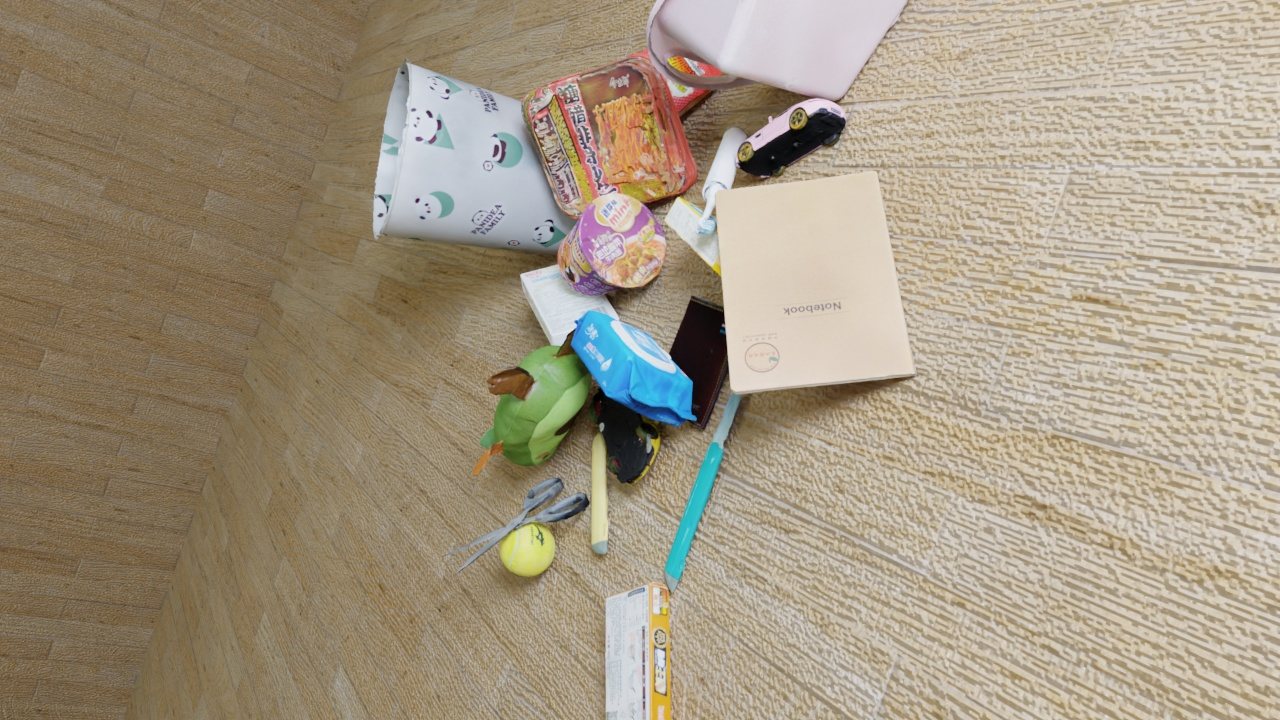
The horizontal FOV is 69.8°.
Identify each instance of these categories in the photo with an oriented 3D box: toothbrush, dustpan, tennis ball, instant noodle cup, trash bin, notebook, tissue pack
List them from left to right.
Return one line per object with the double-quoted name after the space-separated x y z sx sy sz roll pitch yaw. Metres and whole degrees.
-0.206 -0.249 1.210 0.230 0.251 0.229 -172 90 -67 "trash bin"
-0.132 0.219 1.069 0.066 0.065 0.065 -30 50 45 "tennis ball"
-0.042 -0.128 1.083 0.099 0.111 0.111 -22 56 58 "instant noodle cup"
-0.030 -0.265 1.080 0.189 0.164 0.078 -8 25 28 "instant noodle cup"
-0.006 0.005 0.933 0.052 0.095 0.157 -57 37 14 "tissue pack"
0.079 -0.179 0.912 0.220 0.026 0.027 -69 -17 -52 "toothbrush"
0.128 -0.350 0.838 0.138 0.222 0.274 53 126 38 "dustpan"
0.143 -0.071 0.782 0.148 0.008 0.207 -6 61 8 "notebook"

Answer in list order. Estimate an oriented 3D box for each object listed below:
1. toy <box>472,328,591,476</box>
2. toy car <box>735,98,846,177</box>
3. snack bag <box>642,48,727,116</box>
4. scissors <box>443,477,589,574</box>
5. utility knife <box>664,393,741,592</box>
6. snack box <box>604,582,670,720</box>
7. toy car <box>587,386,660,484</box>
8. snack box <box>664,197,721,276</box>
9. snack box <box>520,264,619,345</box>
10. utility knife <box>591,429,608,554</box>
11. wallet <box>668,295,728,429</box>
-0.115 0.050 1.058 0.226 0.090 0.247 -40 -14 -29 "toy"
0.145 -0.218 0.896 0.123 0.056 0.037 -24 58 48 "toy car"
0.012 -0.331 1.129 0.208 0.073 0.128 -33 57 28 "snack bag"
-0.138 0.185 1.050 0.160 0.014 0.174 -12 24 20 "scissors"
0.061 0.125 0.884 0.029 0.013 0.205 27 100 59 "utility knife"
-0.003 0.297 0.880 0.075 0.026 0.153 -32 49 45 "snack box"
-0.015 0.070 0.995 0.071 0.041 0.155 -53 36 26 "toy car"
0.089 -0.107 0.892 0.034 0.086 0.140 -60 35 15 "snack box"
-0.089 -0.071 1.139 0.156 0.084 0.027 -123 21 -51 "snack box"
-0.046 0.141 1.028 0.031 0.018 0.164 -32 51 39 "utility knife"
0.060 0.000 0.945 0.096 0.020 0.122 30 102 56 "wallet"
